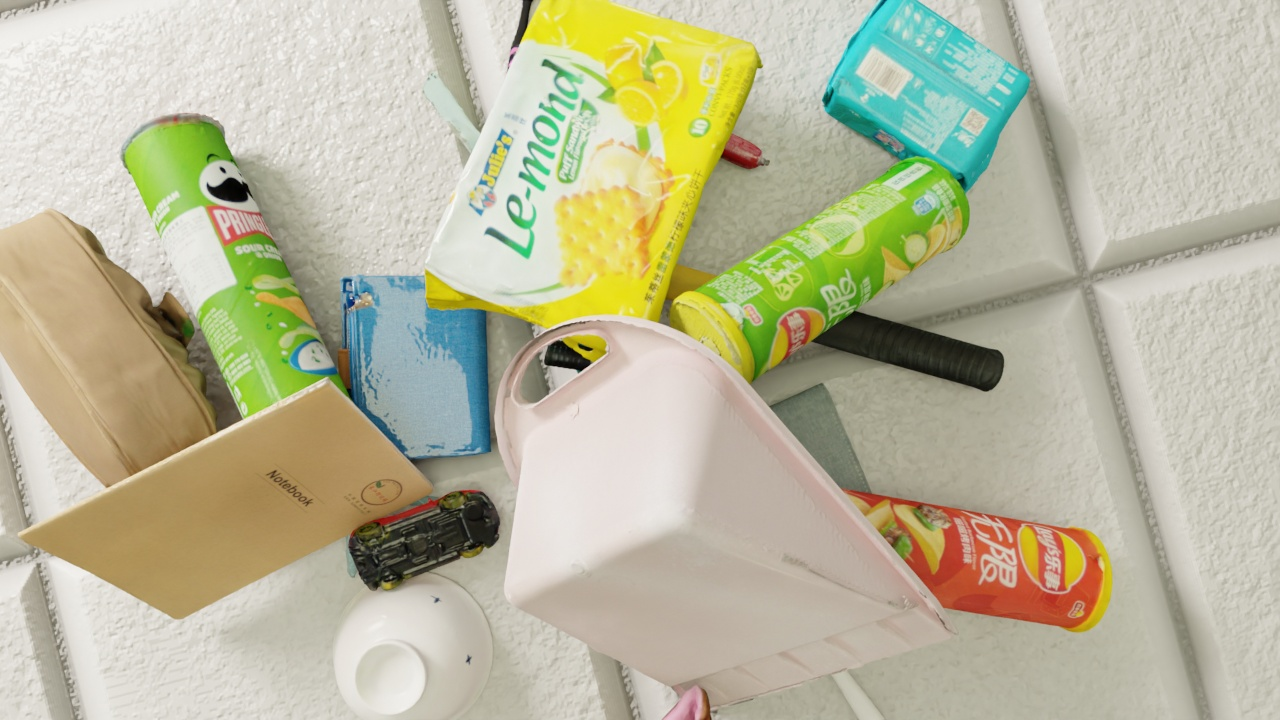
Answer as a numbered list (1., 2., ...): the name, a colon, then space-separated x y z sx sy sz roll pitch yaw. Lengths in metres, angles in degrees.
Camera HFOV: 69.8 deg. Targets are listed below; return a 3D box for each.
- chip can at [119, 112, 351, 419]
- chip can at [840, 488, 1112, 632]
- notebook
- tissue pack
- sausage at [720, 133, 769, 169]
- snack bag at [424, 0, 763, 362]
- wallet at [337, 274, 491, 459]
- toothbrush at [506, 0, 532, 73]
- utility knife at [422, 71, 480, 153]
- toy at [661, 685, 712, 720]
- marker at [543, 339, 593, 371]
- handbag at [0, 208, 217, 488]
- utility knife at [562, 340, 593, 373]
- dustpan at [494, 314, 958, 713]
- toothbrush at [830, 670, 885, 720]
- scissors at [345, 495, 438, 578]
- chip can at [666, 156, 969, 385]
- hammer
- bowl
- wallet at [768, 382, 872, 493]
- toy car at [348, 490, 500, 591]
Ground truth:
1. chip can: -0.276 -0.053 0.629 0.072 0.072 0.236 -29 79 0
2. chip can: 0.201 0.131 0.619 0.216 0.073 0.073 12 89 -8
3. notebook: -0.261 0.098 0.606 0.207 0.148 0.008 -26 52 -1
4. tissue pack: 0.202 -0.189 0.653 0.133 0.050 0.093 34 87 1
5. sausage: 0.023 -0.176 0.671 0.156 0.020 0.020 25 89 2
6. snack bag: -0.028 -0.123 0.612 0.158 0.068 0.246 21 82 11
7. wallet: -0.163 0.005 0.660 0.106 0.040 0.133 -2 87 -10
8. toothbrush: -0.094 -0.206 0.675 0.014 0.018 0.189 8 90 2
9. utility knife: -0.090 -0.120 0.666 0.034 0.018 0.218 -37 91 -18
10. toy: 0.005 0.328 0.615 0.199 0.130 0.140 -39 105 -10
11. marker: -0.004 0.004 0.661 0.130 0.018 0.022 8 69 -7
12. handbag: -0.360 0.002 0.622 0.099 0.148 0.204 -35 88 -35
13. utility knife: -0.028 0.020 0.670 0.029 0.013 0.176 -27 88 -11
14. dustpan: 0.032 0.098 0.586 0.273 0.138 0.223 34 133 -29
15. toothbrush: 0.134 0.212 0.650 0.016 0.016 0.180 -34 99 7
16. scissors: -0.214 0.093 0.673 0.133 0.017 0.134 5 89 -3
17. chip can: 0.123 -0.060 0.604 0.220 0.073 0.072 -32 88 -22
18. hammer: 0.109 -0.031 0.653 0.301 0.033 0.128 15 76 -1
19. bowl: -0.168 0.213 0.644 0.118 0.065 0.118 0 88 1
20. wallet: 0.093 0.090 0.656 0.130 0.037 0.106 -23 88 1
21. toy car: -0.154 0.126 0.660 0.106 0.031 0.049 -20 108 -7
